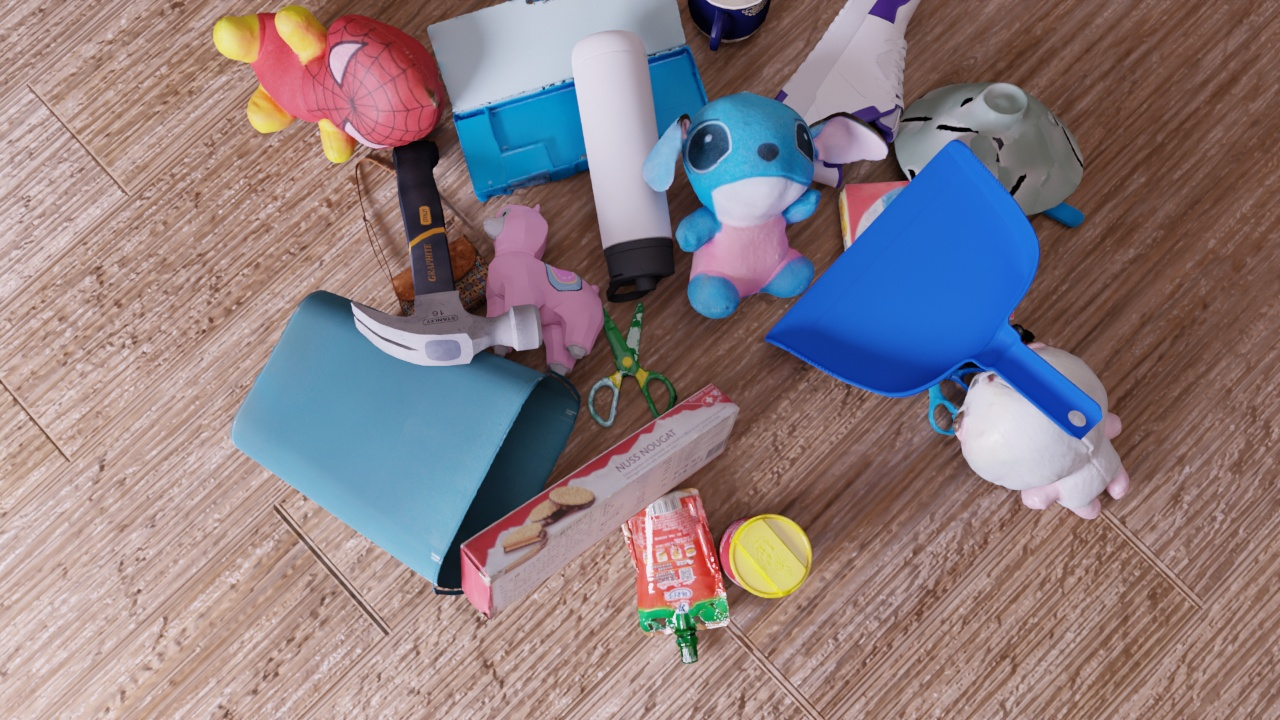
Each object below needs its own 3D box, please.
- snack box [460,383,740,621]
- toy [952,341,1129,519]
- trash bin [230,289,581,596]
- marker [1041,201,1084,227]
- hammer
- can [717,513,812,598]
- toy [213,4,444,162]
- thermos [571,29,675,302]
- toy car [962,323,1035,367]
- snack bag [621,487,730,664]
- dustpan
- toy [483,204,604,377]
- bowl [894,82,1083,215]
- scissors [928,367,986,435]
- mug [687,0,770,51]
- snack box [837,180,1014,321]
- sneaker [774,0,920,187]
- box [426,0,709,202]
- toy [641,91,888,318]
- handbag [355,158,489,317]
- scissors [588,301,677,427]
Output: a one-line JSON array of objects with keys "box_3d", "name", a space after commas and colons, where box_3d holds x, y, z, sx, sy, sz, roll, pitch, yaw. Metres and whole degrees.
[{"box_3d": [-0.029, 0.111, 0.771, 0.272, 0.077, 0.044, -32, 61, -30], "name": "snack box"}, {"box_3d": [0.370, 0.071, 0.823, 0.179, 0.101, 0.138, 43, 86, -16], "name": "toy"}, {"box_3d": [-0.198, 0.061, 0.791, 0.219, 0.196, 0.199, 25, 82, 11], "name": "trash bin"}, {"box_3d": [0.373, -0.164, 0.895, 0.123, 0.015, 0.018, 30, 79, 8], "name": "marker"}, {"box_3d": [-0.179, -0.108, 0.799, 0.139, 0.035, 0.312, -8, 43, -12], "name": "hammer"}, {"box_3d": [0.105, 0.167, 0.794, 0.067, 0.124, 0.066, 0, 80, 0], "name": "can"}, {"box_3d": [-0.279, -0.263, 0.855, 0.216, 0.148, 0.098, 12, 56, 16], "name": "toy"}, {"box_3d": [-0.019, -0.174, 0.847, 0.068, 0.101, 0.230, -8, 88, -19], "name": "thermos"}, {"box_3d": [0.321, -0.012, 0.853, 0.091, 0.042, 0.036, 1, 78, -11], "name": "toy car"}, {"box_3d": [0.031, 0.197, 0.832, 0.087, 0.044, 0.155, -14, 82, 17], "name": "snack bag"}, {"box_3d": [0.277, -0.029, 0.785, 0.246, 0.059, 0.257, -47, 71, 7], "name": "dustpan"}, {"box_3d": [-0.094, -0.071, 0.857, 0.123, 0.067, 0.157, 18, 54, -24], "name": "toy"}, {"box_3d": [0.330, -0.218, 0.851, 0.174, 0.068, 0.174, -2, 60, 3], "name": "bowl"}, {"box_3d": [0.281, 0.001, 0.875, 0.083, 0.016, 0.135, -33, 75, -7], "name": "scissors"}, {"box_3d": [0.084, -0.346, 0.889, 0.086, 0.089, 0.111, 16, 82, 3], "name": "mug"}, {"box_3d": [0.268, -0.099, 0.872, 0.145, 0.040, 0.142, -4, 79, 0], "name": "snack box"}, {"box_3d": [0.217, -0.270, 0.878, 0.111, 0.092, 0.244, 38, 87, 5], "name": "sneaker"}, {"box_3d": [-0.066, -0.270, 0.897, 0.243, 0.060, 0.175, -17, 99, -2], "name": "box"}, {"box_3d": [0.108, -0.142, 0.821, 0.223, 0.099, 0.192, -11, 112, -20], "name": "toy"}, {"box_3d": [-0.222, -0.124, 0.889, 0.093, 0.043, 0.195, -33, 79, -6], "name": "handbag"}, {"box_3d": [-0.022, 0.005, 0.878, 0.108, 0.012, 0.131, -27, 81, -3], "name": "scissors"}]
